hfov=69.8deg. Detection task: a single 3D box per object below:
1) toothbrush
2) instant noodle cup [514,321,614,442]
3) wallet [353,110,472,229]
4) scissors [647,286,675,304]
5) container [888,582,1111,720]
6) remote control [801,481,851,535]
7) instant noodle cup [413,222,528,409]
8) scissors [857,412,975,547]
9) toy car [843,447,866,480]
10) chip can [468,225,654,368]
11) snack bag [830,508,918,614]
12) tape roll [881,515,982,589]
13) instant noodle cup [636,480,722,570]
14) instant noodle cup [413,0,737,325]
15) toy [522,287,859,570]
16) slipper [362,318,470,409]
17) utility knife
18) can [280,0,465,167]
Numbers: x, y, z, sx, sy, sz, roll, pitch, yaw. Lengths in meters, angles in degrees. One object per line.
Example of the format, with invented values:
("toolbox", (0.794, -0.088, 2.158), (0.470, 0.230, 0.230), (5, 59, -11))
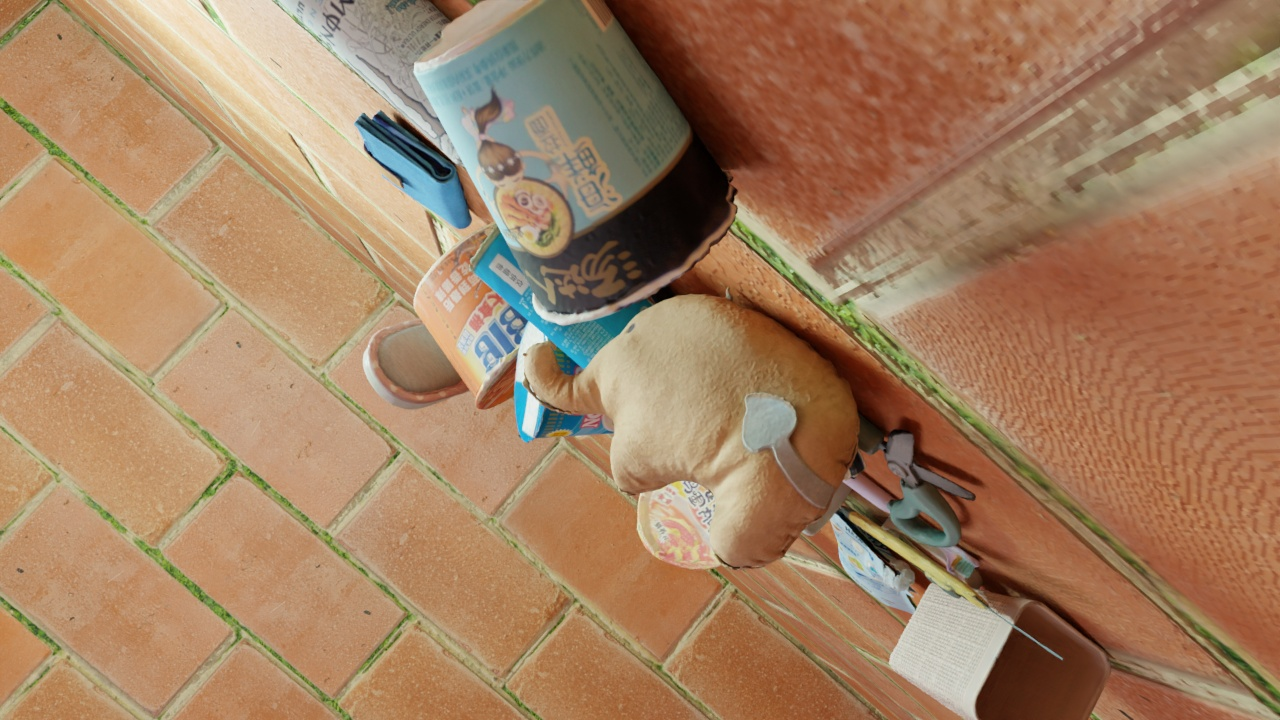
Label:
("toothbrush", (0.168, 0.098, 0.690), (0.189, 0.021, 0.029), (38, 137, 15))
("instant noodle cup", (-0.034, 0.017, 0.717), (0.109, 0.099, 0.099), (4, -177, -21))
("wallet", (-0.213, -0.178, 0.873), (0.106, 0.040, 0.133), (36, 169, 3))
("scissors", (-0.008, -0.065, 0.658), (0.207, 0.015, 0.193), (43, 170, -10))
("container", (0.252, 0.219, 0.662), (0.090, 0.090, 0.111), (36, 168, -13))
("remote control", (0.098, 0.072, 0.730), (0.150, 0.058, 0.021), (42, 171, -3))
("instant noodle cup", (-0.123, -0.045, 0.823), (0.111, 0.151, 0.151), (48, 171, 8))
("scissors", (0.162, 0.074, 0.613), (0.170, 0.019, 0.180), (27, 160, 50))
("toy car", (0.105, 0.049, 0.588), (0.090, 0.035, 0.042), (27, 156, 49))
("chip can", (-0.019, -0.020, 0.645), (0.210, 0.071, 0.071), (41, 170, -1))
("snack bag", (0.203, 0.176, 0.817), (0.110, 0.039, 0.191), (51, 179, 28))
("tape roll", (0.229, 0.154, 0.724), (0.086, 0.014, 0.086), (39, 169, 8))
("instant noodle cup", (0.077, 0.181, 1.085), (0.138, 0.138, 0.110), (37, 177, 22))
("instant noodle cup", (-0.032, -0.095, 0.393), (0.120, 0.111, 0.111), (55, 164, -29))
("toy", (0.027, 0.023, 0.564), (0.226, 0.143, 0.082), (30, 177, 34))
("slipper", (-0.152, -0.018, 0.917), (0.273, 0.055, 0.114), (-15, -109, -50))
("utility knife", (0.213, 0.151, 0.646), (0.031, 0.022, 0.219), (36, 174, -28))
("can", (-0.132, -0.176, 0.522), (0.146, 0.058, 0.058), (43, 170, -10))
